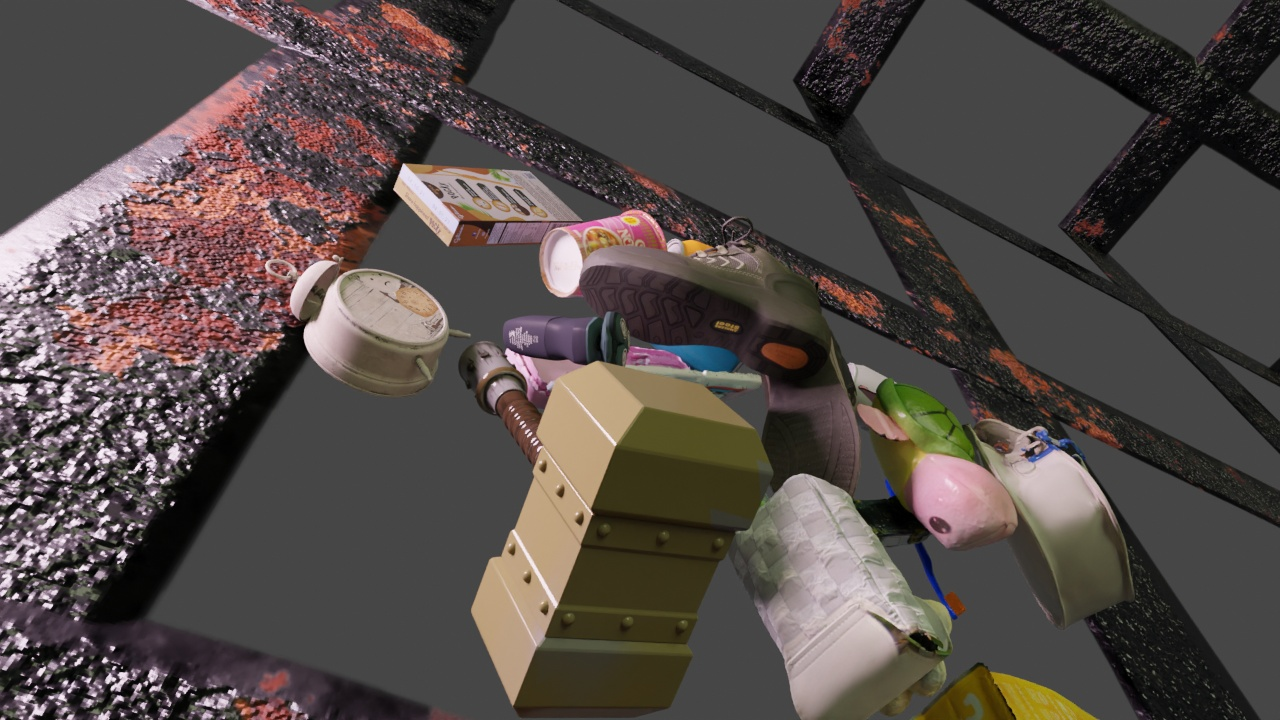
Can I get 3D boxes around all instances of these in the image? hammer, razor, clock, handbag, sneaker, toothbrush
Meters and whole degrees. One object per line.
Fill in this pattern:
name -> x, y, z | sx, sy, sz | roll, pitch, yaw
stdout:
hammer -> -0.065, 0.059, 0.620 | 0.100, 0.190, 0.325 | 13, 16, -31
razor -> -0.061, -0.017, 0.708 | 0.143, 0.047, 0.052 | 6, 10, 44
clock -> -0.215, -0.038, 0.704 | 0.157, 0.061, 0.103 | 32, 28, -4
handbag -> 0.147, 0.173, 0.672 | 0.123, 0.113, 0.171 | 22, 28, -37
sneaker -> 0.070, -0.083, 0.861 | 0.238, 0.101, 0.142 | 18, 49, -3
toothbrush -> 0.270, 0.175, 0.884 | 0.016, 0.018, 0.182 | 45, 19, -31
handbag -> 0.393, 0.142, 0.898 | 0.201, 0.093, 0.199 | 59, 6, -36
sneaker -> 0.170, 0.064, 0.893 | 0.120, 0.095, 0.234 | 51, 25, -49

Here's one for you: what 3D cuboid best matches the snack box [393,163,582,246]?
snack box -> -0.161, -0.168, 0.999 | 0.101, 0.032, 0.185 | 45, 31, 24

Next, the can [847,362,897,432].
can -> 0.267, 0.050, 1.033 | 0.127, 0.064, 0.064 | 26, 28, -9

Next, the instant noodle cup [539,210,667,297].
instant noodle cup -> -0.042, -0.106, 0.960 | 0.108, 0.098, 0.097 | -12, 50, -43

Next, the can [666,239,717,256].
can -> 0.091, -0.085, 1.062 | 0.142, 0.079, 0.079 | 18, 31, -23

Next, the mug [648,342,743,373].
mug -> 0.064, -0.026, 0.953 | 0.104, 0.084, 0.112 | 41, 0, 9

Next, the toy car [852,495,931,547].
toy car -> 0.223, 0.153, 0.856 | 0.105, 0.033, 0.048 | 6, 36, -35

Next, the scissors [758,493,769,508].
scissors -> 0.072, 0.087, 0.754 | 0.078, 0.033, 0.175 | 59, 12, 29

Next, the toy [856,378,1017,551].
toy -> 0.272, 0.090, 0.875 | 0.190, 0.088, 0.237 | 50, 12, -24

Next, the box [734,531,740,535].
box -> 0.012, 0.093, 0.692 | 0.102, 0.076, 0.107 | 53, 11, -52

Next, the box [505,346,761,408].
box -> -0.008, 0.021, 0.812 | 0.201, 0.073, 0.150 | 5, 11, -40

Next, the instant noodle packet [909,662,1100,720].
instant noodle packet -> 0.320, 0.320, 0.649 | 0.221, 0.084, 0.162 | 22, 28, -30
